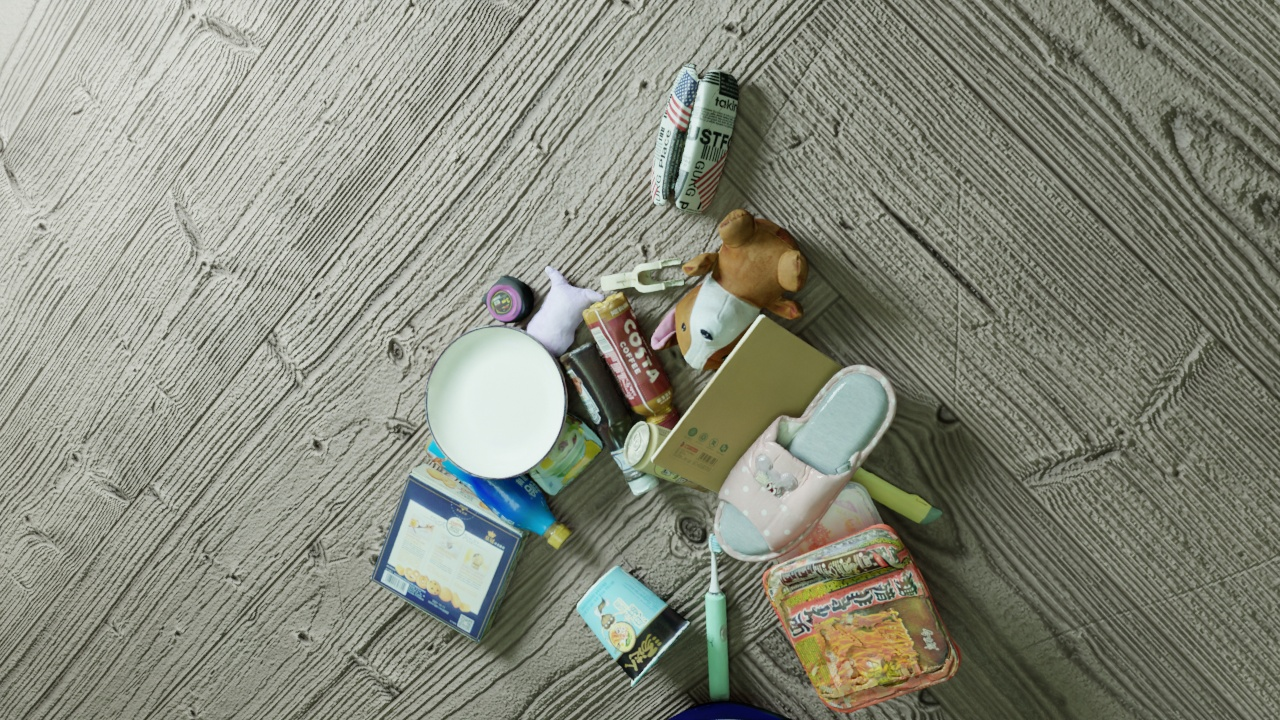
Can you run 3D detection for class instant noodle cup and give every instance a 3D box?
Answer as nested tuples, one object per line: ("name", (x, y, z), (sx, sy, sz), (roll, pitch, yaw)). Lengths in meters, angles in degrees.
("instant noodle cup", (0.246, 0.280, 1.015), (0.165, 0.079, 0.189), (-26, 91, 20))
("instant noodle cup", (0.234, 0.231, 1.082), (0.138, 0.060, 0.173), (-26, 93, 20))
("instant noodle cup", (-0.015, 0.329, 1.160), (0.120, 0.111, 0.111), (42, 109, 14))

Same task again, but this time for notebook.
("notebook", (0.124, 0.061, 1.048), (0.147, 0.008, 0.208), (28, 104, -34))

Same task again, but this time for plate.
("plate", (-0.176, 0.052, 1.149), (0.193, 0.039, 0.192), (0, 89, 16))

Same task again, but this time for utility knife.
("utility knife", (0.256, 0.136, 1.078), (0.205, 0.021, 0.031), (29, 103, 3))

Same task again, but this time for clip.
("clip", (-0.002, -0.098, 1.089), (0.102, 0.094, 0.035), (-7, 99, 7))

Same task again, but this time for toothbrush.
("toothbrush", (0.097, 0.326, 1.162), (0.027, 0.026, 0.224), (6, 103, 42))

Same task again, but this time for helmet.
("helmet", (0.121, 0.563, 1.077), (0.315, 0.239, 0.248), (18, 116, 11))

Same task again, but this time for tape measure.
("tape measure", (-0.164, -0.076, 1.157), (0.058, 0.039, 0.057), (47, 110, 9))

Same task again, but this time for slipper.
("slipper", (0.180, 0.119, 1.030), (0.114, 0.054, 0.275), (46, 106, 23))

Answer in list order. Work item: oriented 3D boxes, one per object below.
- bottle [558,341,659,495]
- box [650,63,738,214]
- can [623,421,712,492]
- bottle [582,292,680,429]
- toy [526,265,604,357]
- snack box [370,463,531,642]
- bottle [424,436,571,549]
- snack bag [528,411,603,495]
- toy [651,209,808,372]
("bottle", (-0.036, 0.073, 1.127), (0.044, 0.080, 0.195), (-28, 93, -17))
("box", (0.051, -0.255, 1.051), (0.088, 0.076, 0.163), (27, 112, 36))
("can", (0.042, 0.116, 1.092), (0.116, 0.058, 0.059), (21, 110, -26))
("bottle", (-0.007, 0.006, 1.108), (0.058, 0.057, 0.175), (-23, 101, 20))
("toy", (-0.104, -0.055, 1.142), (0.084, 0.038, 0.108), (33, 110, 9))
("snack box", (-0.258, 0.262, 1.249), (0.178, 0.045, 0.183), (27, 107, 11))
("bottle", (-0.181, 0.164, 1.197), (0.218, 0.065, 0.065), (39, 109, 6))
("snack bag", (-0.141, 0.074, 1.182), (0.191, 0.038, 0.110), (47, 114, 7))
("toy", (0.104, -0.063, 1.039), (0.140, 0.130, 0.200), (38, 118, 5))
